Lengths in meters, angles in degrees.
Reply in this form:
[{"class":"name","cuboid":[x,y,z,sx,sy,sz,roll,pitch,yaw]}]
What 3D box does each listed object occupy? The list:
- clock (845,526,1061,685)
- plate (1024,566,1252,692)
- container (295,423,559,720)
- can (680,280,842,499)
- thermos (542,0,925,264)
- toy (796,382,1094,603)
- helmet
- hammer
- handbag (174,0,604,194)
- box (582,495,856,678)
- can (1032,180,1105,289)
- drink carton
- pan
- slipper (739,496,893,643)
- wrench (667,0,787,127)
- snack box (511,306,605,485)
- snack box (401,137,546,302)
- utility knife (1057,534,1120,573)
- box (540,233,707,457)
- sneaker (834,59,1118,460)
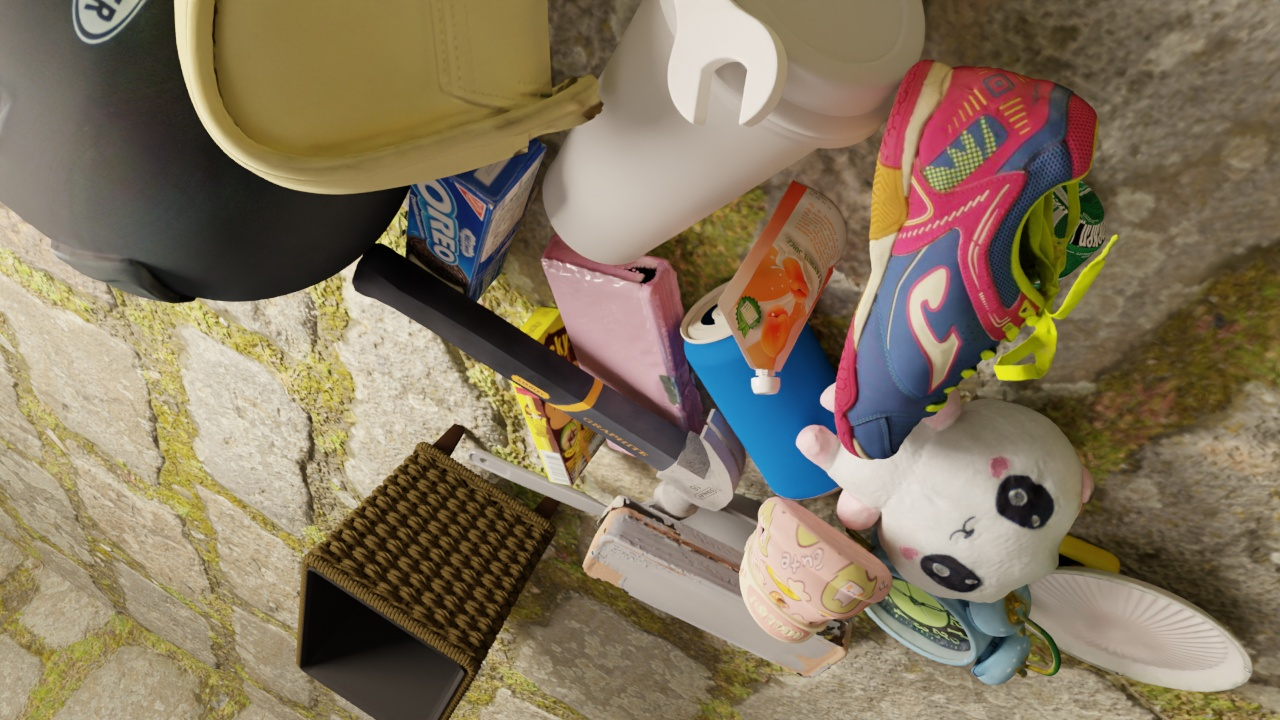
[{"class":"clock","cuboid":[0.228,0.173,0.667,0.162,0.060,0.118,19,144,43]},{"class":"plate","cuboid":[0.335,0.185,0.640,0.157,0.014,0.157,25,153,13]},{"class":"container","cuboid":[-0.214,0.232,0.945,0.176,0.204,0.322,33,141,2]},{"class":"can","cuboid":[0.092,0.020,0.614,0.079,0.078,0.146,-10,124,41]},{"class":"thermos","cuboid":[0.028,-0.130,0.479,0.131,0.131,0.222,42,148,-10]},{"class":"toy","cuboid":[0.185,0.073,0.574,0.179,0.101,0.139,28,116,-8]},{"class":"helmet","cuboid":[-0.263,-0.153,0.567,0.235,0.248,0.317,29,167,-29]},{"class":"hammer","cuboid":[-0.063,0.017,0.657,0.312,0.035,0.140,32,149,-10]},{"class":"handbag","cuboid":[-0.112,-0.192,0.407,0.089,0.190,0.233,-168,75,-65]},{"class":"box","cuboid":[0.062,0.182,0.734,0.216,0.062,0.081,26,143,-3]},{"class":"can","cuboid":[0.194,-0.053,0.486,0.053,0.053,0.101,34,141,0]},{"class":"drink carton","cuboid":[0.080,-0.042,0.523,0.039,0.122,0.069,-5,127,39]},{"class":"pan","cuboid":[0.009,0.150,0.829,0.357,0.050,0.201,27,141,9]},{"class":"slipper","cuboid":[0.104,0.148,0.629,0.093,0.081,0.197,36,174,8]},{"class":"wrench","cuboid":[-0.002,-0.217,0.369,0.047,0.009,0.273,-24,80,34]},{"class":"snack box","cuboid":[-0.069,0.032,0.753,0.026,0.061,0.149,10,136,28]},{"class":"snack box","cuboid":[-0.117,-0.091,0.614,0.059,0.059,0.227,38,159,-5]},{"class":"utility knife","cuboid":[0.231,0.107,0.655,0.213,0.020,0.029,24,138,15]},{"class":"box","cuboid":[-0.005,0.003,0.673,0.098,0.037,0.233,18,149,25]},{"class":"sneaker","cuboid":[0.147,-0.021,0.432,0.091,0.116,0.242,15,145,16]}]
